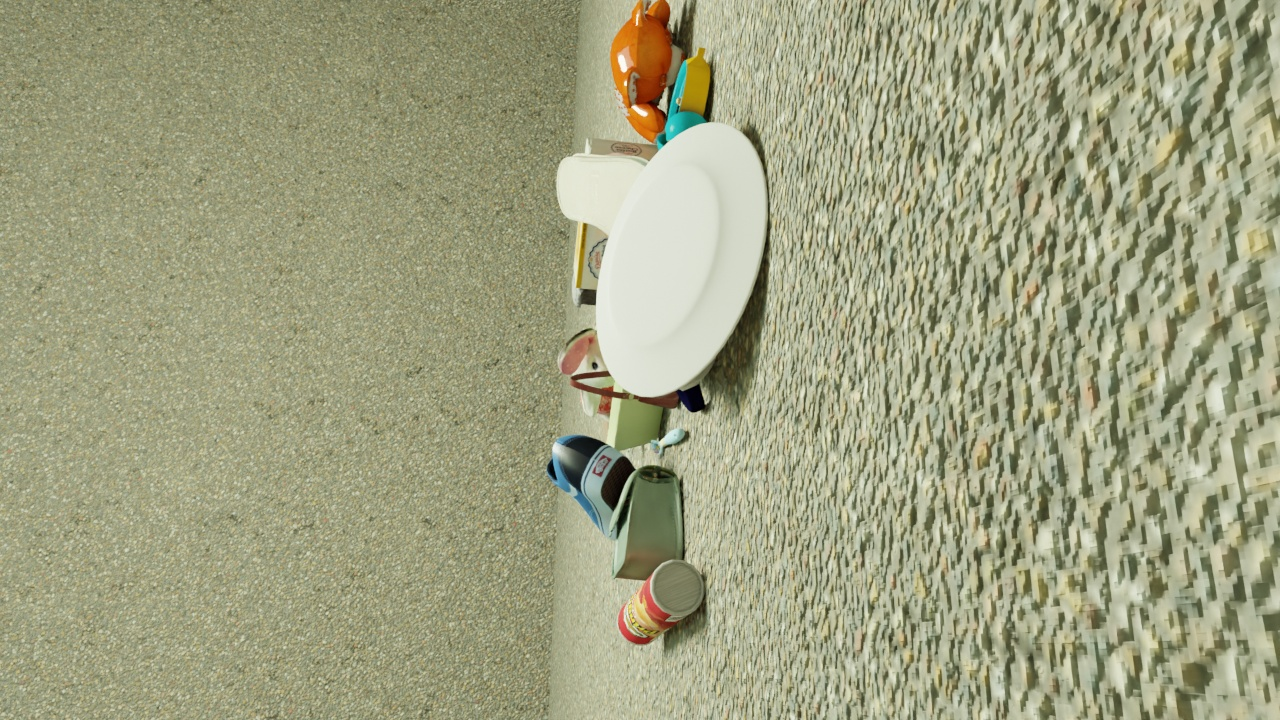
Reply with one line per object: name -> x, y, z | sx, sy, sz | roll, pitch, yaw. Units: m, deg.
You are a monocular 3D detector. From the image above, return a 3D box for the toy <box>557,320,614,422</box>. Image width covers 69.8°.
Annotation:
toy -> -0.047, 0.010, 1.172 | 0.158, 0.084, 0.195 | -40, -35, -33

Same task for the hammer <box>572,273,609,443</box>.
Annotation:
hammer -> -0.045, -0.011, 1.329 | 0.052, 0.098, 0.327 | 104, 164, -51

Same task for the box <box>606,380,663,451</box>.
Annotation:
box -> 0.009, 0.010, 1.089 | 0.127, 0.066, 0.188 | -62, -16, -60

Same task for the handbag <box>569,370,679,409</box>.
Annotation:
handbag -> -0.018, 0.027, 1.013 | 0.055, 0.119, 0.029 | -96, 12, -49

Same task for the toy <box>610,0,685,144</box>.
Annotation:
toy -> 0.010, -0.364, 1.137 | 0.172, 0.093, 0.164 | -10, -73, -86

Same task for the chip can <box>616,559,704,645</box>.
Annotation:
chip can -> 0.016, 0.246, 0.919 | 0.215, 0.052, 0.051 | 112, 160, -64

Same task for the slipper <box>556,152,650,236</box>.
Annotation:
slipper -> -0.023, -0.195, 1.102 | 0.274, 0.054, 0.114 | 32, 124, 53

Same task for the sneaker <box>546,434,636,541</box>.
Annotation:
sneaker -> -0.054, 0.146, 1.110 | 0.083, 0.098, 0.241 | -57, -22, -18

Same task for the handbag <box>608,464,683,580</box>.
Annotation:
handbag -> 0.002, 0.181, 0.993 | 0.122, 0.067, 0.106 | 109, 164, -63

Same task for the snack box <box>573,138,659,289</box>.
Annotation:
snack box -> -0.032, -0.194, 1.258 | 0.057, 0.104, 0.208 | -96, 12, -52

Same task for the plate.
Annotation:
plate -> 0.022, -0.089, 0.788 | 0.243, 0.016, 0.242 | -29, 54, 50

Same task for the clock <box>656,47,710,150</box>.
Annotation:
clock -> 0.047, -0.257, 0.968 | 0.099, 0.043, 0.129 | -174, 95, -82

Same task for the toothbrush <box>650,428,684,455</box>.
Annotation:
toothbrush -> 0.030, 0.089, 1.016 | 0.022, 0.016, 0.155 | 60, 167, 6

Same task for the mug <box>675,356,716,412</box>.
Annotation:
mug -> 0.032, -0.003, 0.878 | 0.097, 0.078, 0.112 | -142, 28, -80
